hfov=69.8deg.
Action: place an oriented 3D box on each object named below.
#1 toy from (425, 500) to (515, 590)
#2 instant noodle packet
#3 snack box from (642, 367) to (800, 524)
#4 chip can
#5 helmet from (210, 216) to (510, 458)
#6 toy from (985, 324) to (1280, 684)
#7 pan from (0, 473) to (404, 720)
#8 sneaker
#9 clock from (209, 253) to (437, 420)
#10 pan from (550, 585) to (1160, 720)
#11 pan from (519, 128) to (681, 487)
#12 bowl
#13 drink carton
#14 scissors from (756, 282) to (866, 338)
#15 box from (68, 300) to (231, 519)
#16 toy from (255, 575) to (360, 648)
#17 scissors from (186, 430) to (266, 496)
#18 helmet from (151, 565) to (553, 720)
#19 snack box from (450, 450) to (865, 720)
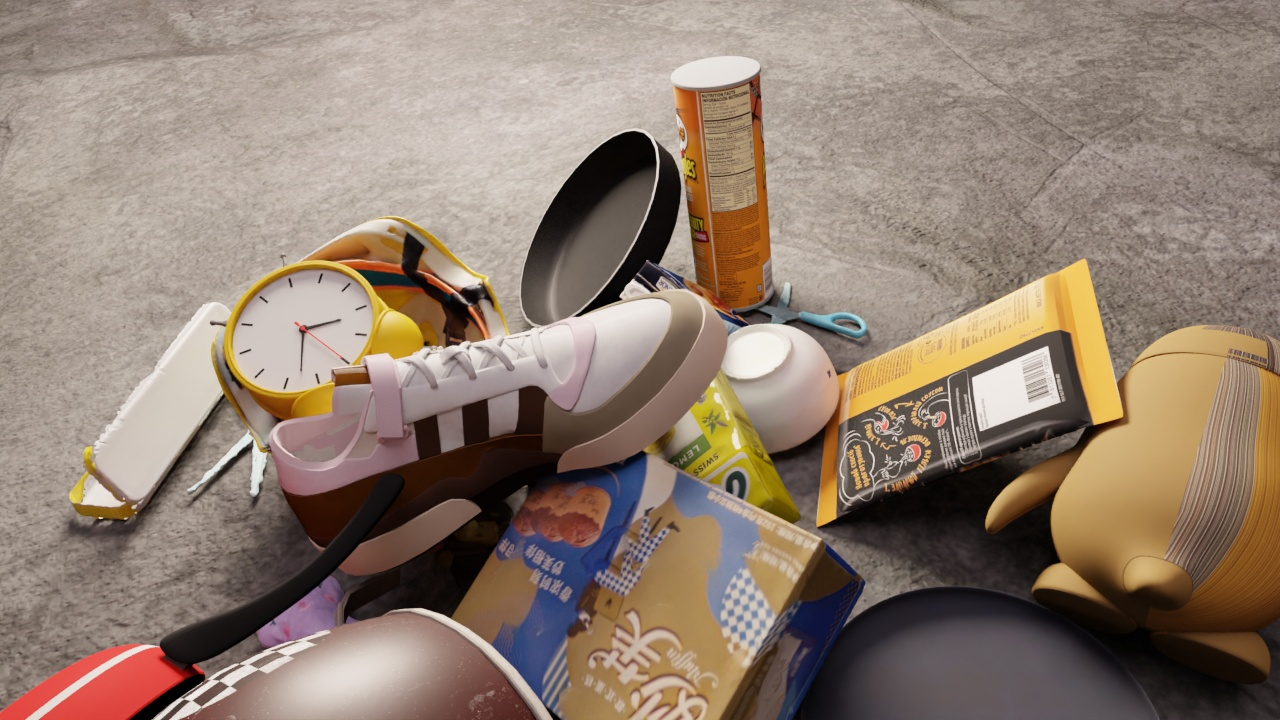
[{"bbox_3d":[-0.137,0.127,0.655,0.100,0.063,0.076,4,58,-13],"label":"toy"},{"bbox_3d":[0.223,0.024,0.663,0.221,0.032,0.159,-30,28,35],"label":"instant noodle packet"},{"bbox_3d":[0.027,0.075,0.660,0.121,0.045,0.180,-40,40,17],"label":"snack box"},{"bbox_3d":[0.077,-0.153,0.822,0.075,0.215,0.075,-6,35,4],"label":"chip can"},{"bbox_3d":[-0.197,0.022,0.735,0.208,0.140,0.240,-41,71,-16],"label":"helmet"},{"bbox_3d":[0.340,0.074,0.570,0.199,0.162,0.203,19,69,27],"label":"toy"},{"bbox_3d":[-0.269,0.181,0.483,0.067,0.209,0.355,40,76,1],"label":"pan"},{"bbox_3d":[-0.094,0.015,0.564,0.294,0.116,0.111,-26,39,5],"label":"sneaker"},{"bbox_3d":[-0.222,-0.008,0.644,0.152,0.052,0.113,33,70,19],"label":"clock"},{"bbox_3d":[0.117,0.221,0.542,0.357,0.021,0.198,-2,41,9],"label":"pan"},{"bbox_3d":[-0.049,-0.050,0.813,0.205,0.044,0.354,-25,47,45],"label":"pan"},{"bbox_3d":[0.098,0.013,0.734,0.113,0.063,0.113,-14,42,13],"label":"bowl"},{"bbox_3d":[0.042,-0.039,0.767,0.064,0.130,0.040,42,102,26],"label":"drink carton"},{"bbox_3d":[0.142,-0.032,0.835,0.136,0.015,0.134,5,45,16],"label":"scissors"},{"bbox_3d":[-0.426,0.041,0.807,0.080,0.079,0.208,-11,38,22],"label":"box"},{"bbox_3d":[-0.227,0.189,0.622,0.080,0.036,0.100,-35,49,-29],"label":"toy"},{"bbox_3d":[-0.341,0.057,0.812,0.139,0.028,0.170,13,41,20],"label":"scissors"},{"bbox_3d":[-0.137,0.228,0.431,0.252,0.235,0.233,-25,78,-41],"label":"helmet"},{"bbox_3d":[0.002,0.143,0.542,0.203,0.069,0.155,22,76,44],"label":"snack box"}]
